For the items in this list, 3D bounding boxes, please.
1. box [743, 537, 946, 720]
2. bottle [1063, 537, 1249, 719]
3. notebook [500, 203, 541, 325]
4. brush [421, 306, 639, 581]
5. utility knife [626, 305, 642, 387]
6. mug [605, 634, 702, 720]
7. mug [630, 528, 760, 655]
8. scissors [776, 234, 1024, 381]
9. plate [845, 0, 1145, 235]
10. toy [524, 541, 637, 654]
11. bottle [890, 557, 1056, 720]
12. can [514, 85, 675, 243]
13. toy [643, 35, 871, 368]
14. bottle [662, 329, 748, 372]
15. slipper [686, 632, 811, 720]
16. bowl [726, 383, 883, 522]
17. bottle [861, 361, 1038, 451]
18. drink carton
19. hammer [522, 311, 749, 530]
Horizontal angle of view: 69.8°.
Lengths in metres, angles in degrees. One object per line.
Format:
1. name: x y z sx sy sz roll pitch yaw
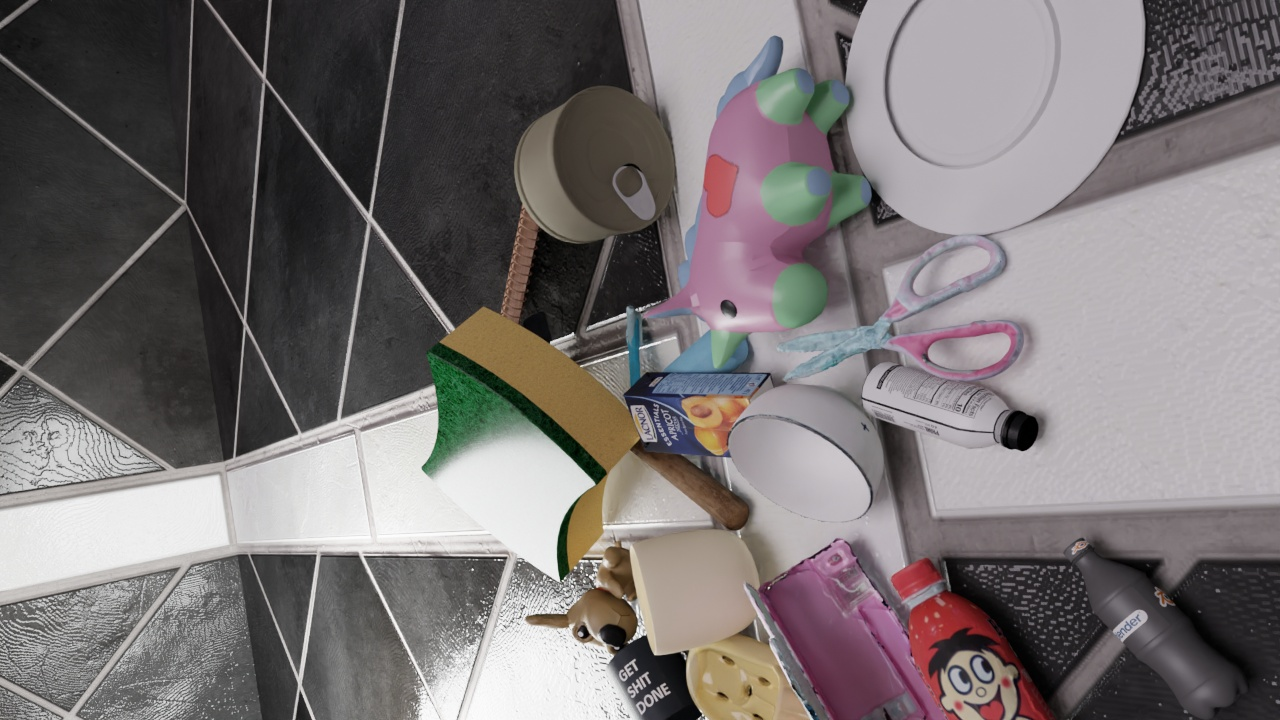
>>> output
1. box: 0.161 0.231 0.620 0.086 0.105 0.230 -33 62 5
2. bottle: 0.286 0.147 0.518 0.110 0.036 0.036 53 134 33
3. notebook: -0.128 -0.095 0.966 0.169 0.022 0.211 -97 20 -60
4. brush: -0.115 0.088 0.898 0.195 0.075 0.251 36 144 12
5. utility knife: -0.005 0.005 0.860 0.022 0.015 0.124 69 -163 -57
6. mug: 0.027 0.299 0.869 0.105 0.071 0.077 -46 56 15
7. mug: 0.049 0.196 0.790 0.120 0.099 0.096 97 160 -67
8. scissors: 0.165 -0.034 0.624 0.179 0.016 0.105 -7 79 38
9. plate: 0.208 -0.185 0.582 0.209 0.015 0.209 12 105 51
10. toy: -0.031 0.240 0.915 0.108 0.134 0.106 -66 16 -2
11. bottle: 0.213 0.198 0.603 0.062 0.061 0.137 -52 57 43
12. can: -0.041 -0.172 0.822 0.073 0.127 0.128 -5 91 55
13. toy: 0.084 -0.117 0.690 0.172 0.120 0.222 -21 73 48
14. bottle: 0.044 0.014 0.812 0.130 0.040 0.040 -43 62 48
15. slipper: 0.117 0.294 0.722 0.262 0.079 0.111 19 103 47
16. bowl: 0.127 0.060 0.674 0.113 0.063 0.114 25 146 18
17. bottle: 0.203 0.033 0.605 0.116 0.041 0.041 20 111 50
18. drink carton: 0.052 0.044 0.766 0.130 0.040 0.064 0 120 39
19. hammer: -0.016 0.066 0.887 0.322 0.040 0.129 34 141 39
